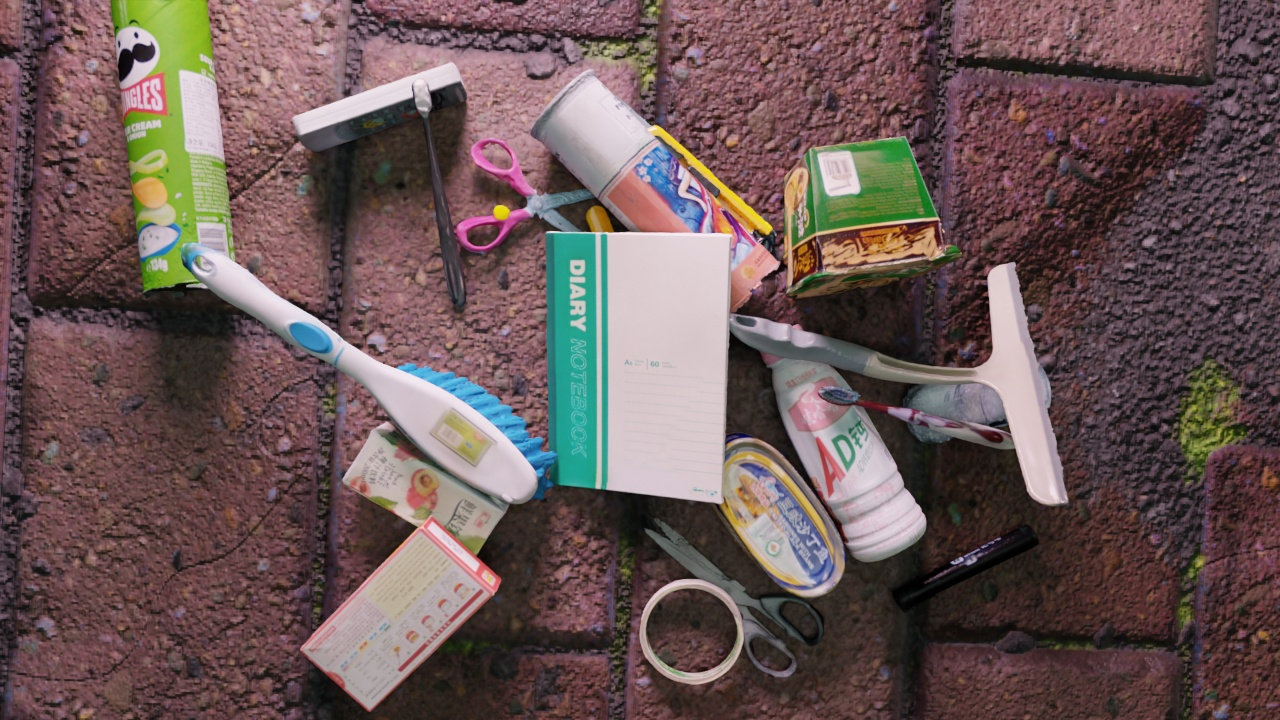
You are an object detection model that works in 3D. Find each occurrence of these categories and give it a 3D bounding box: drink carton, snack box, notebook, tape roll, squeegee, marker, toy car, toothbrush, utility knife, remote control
[{"bbox_3d":[-0.169,0.104,0.736,0.122,0.045,0.053,31,98,-3],"label":"drink carton"},{"bbox_3d":[-0.190,0.201,0.723,0.077,0.027,0.156,44,104,-5],"label":"snack box"},{"bbox_3d":[-0.004,0.004,0.723,0.150,0.012,0.209,4,101,17],"label":"notebook"},{"bbox_3d":[0.043,0.225,0.762,0.086,0.014,0.086,0,93,5],"label":"tape roll"},{"bbox_3d":[0.185,-0.001,0.718,0.246,0.039,0.245,9,49,-1],"label":"squeegee"},{"bbox_3d":[-0.016,-0.069,0.760,0.018,0.015,0.124,-24,97,-12],"label":"marker"},{"bbox_3d":[0.284,0.034,0.775,0.120,0.037,0.054,-14,93,0],"label":"toy car"},{"bbox_3d":[0.227,0.046,0.734,0.187,0.017,0.016,15,76,-15],"label":"toothbrush"},{"bbox_3d":[0.039,-0.153,0.764,0.197,0.015,0.033,41,88,-3],"label":"utility knife"},{"bbox_3d":[0.168,-0.114,0.726,0.118,0.117,0.105,-10,87,-7],"label":"snack box"},{"bbox_3d":[0.278,0.178,0.783,0.132,0.020,0.022,-26,109,-3],"label":"marker"},{"bbox_3d":[-0.157,-0.128,0.722,0.015,0.018,0.181,-11,113,-11],"label":"toothbrush"},{"bbox_3d":[-0.204,-0.198,0.726,0.135,0.056,0.019,-21,92,-5],"label":"remote control"}]

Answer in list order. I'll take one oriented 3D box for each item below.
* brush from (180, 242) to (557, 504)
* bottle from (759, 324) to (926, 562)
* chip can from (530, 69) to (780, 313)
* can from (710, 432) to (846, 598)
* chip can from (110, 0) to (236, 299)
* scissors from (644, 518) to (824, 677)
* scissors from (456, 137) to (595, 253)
[{"bbox_3d":[-0.199,0.010,0.704,0.314,0.109,0.060,37,95,1],"label":"brush"},{"bbox_3d":[0.160,0.064,0.752,0.068,0.068,0.197,-28,89,-4],"label":"bottle"},{"bbox_3d":[0.013,-0.128,0.733,0.071,0.071,0.214,-45,93,-3],"label":"chip can"},{"bbox_3d":[0.108,0.126,0.755,0.074,0.049,0.148,-36,93,-4],"label":"can"},{"bbox_3d":[-0.358,-0.168,0.707,0.072,0.072,0.236,-6,91,-4],"label":"chip can"},{"bbox_3d":[0.082,0.189,0.775,0.141,0.014,0.173,-15,89,-3],"label":"scissors"},{"bbox_3d":[-0.091,-0.136,0.755,0.133,0.017,0.124,-16,92,-8],"label":"scissors"}]
